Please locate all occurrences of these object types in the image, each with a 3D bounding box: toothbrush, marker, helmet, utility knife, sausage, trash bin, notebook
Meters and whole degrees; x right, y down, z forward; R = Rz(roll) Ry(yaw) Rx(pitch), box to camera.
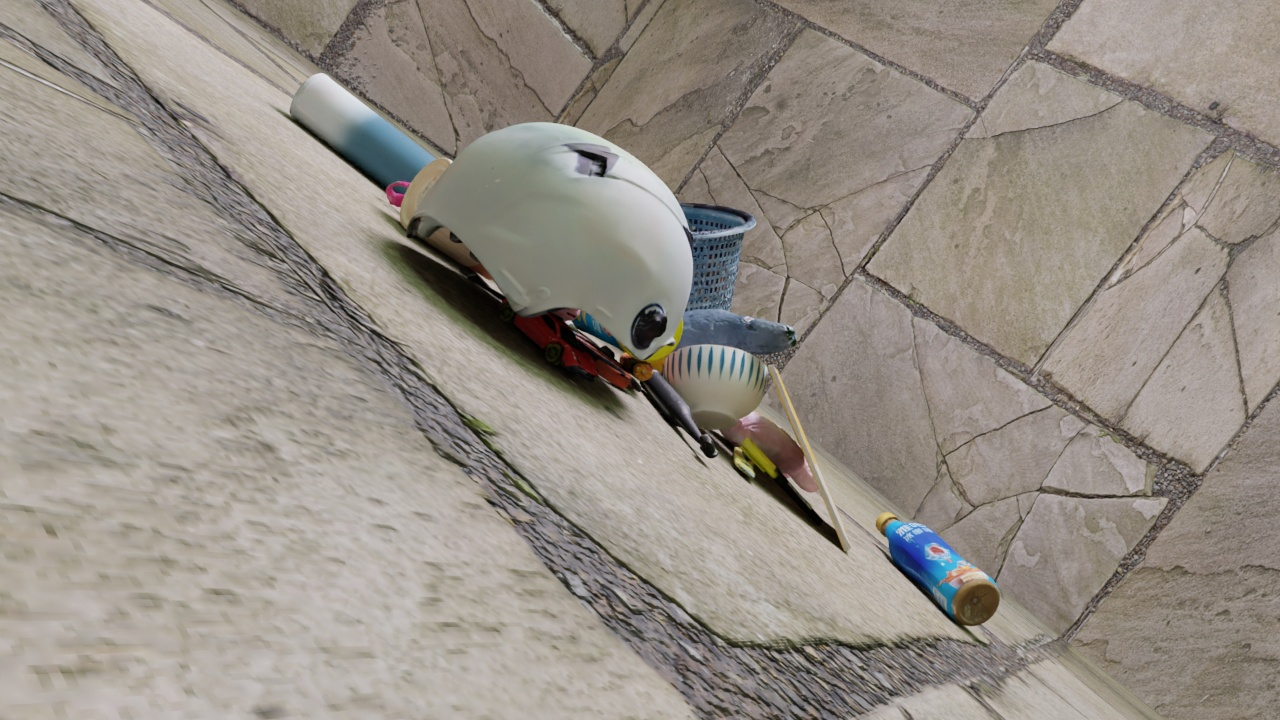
[{"bbox_3d":[0.037,0.051,0.917,0.212,0.026,0.027,-131,-153,-68],"label":"toothbrush"},{"bbox_3d":[0.152,0.131,0.983,0.124,0.015,0.018,47,9,-3],"label":"marker"},{"bbox_3d":[-0.052,-0.114,0.779,0.258,0.146,0.229,19,12,-44],"label":"helmet"},{"bbox_3d":[0.113,0.112,0.998,0.031,0.018,0.162,35,9,4],"label":"utility knife"},{"bbox_3d":[-0.083,-0.046,1.032,0.186,0.017,0.012,41,-26,43],"label":"toothbrush"},{"bbox_3d":[-0.006,0.006,1.001,0.021,0.021,0.165,37,-1,-8],"label":"sausage"},{"bbox_3d":[0.048,-0.112,1.319,0.226,0.195,0.226,0,20,0],"label":"trash bin"},{"bbox_3d":[0.186,0.103,1.017,0.145,0.010,0.206,15,53,-79],"label":"notebook"}]

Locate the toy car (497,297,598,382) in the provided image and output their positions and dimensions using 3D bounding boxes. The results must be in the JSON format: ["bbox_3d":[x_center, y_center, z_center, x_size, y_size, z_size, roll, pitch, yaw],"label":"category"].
[{"bbox_3d":[-0.074,-0.019,0.766,0.106,0.031,0.049,42,8,30],"label":"toy car"}]

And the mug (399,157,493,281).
[{"bbox_3d":[-0.179,-0.138,0.905,0.115,0.081,0.106,4,-20,44],"label":"mug"}]

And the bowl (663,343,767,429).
[{"bbox_3d":[0.081,0.036,1.017,0.116,0.066,0.117,7,-25,3],"label":"bowl"}]

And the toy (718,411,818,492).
[{"bbox_3d":[0.157,0.107,1.122,0.159,0.054,0.121,42,-8,-39],"label":"toy"}]

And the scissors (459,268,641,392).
[{"bbox_3d":[-0.079,-0.025,0.864,0.193,0.015,0.206,39,5,12],"label":"scissors"}]

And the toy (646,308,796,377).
[{"bbox_3d":[0.072,-0.010,1.127,0.137,0.091,0.357,7,-10,-17],"label":"toy"}]

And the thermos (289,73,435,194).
[{"bbox_3d":[-0.297,-0.241,1.060,0.220,0.070,0.070,37,5,-1],"label":"thermos"}]

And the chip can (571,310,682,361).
[{"bbox_3d":[-0.024,-0.050,1.016,0.071,0.071,0.210,35,-4,-21],"label":"chip can"}]

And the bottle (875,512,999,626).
[{"bbox_3d":[0.359,0.249,1.144,0.065,0.065,0.218,35,5,-20],"label":"bottle"}]

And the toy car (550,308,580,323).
[{"bbox_3d":[-0.097,-0.059,0.946,0.056,0.037,0.122,27,-3,-18],"label":"toy car"}]

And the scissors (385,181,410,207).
[{"bbox_3d":[-0.196,-0.160,0.954,0.133,0.017,0.136,2,-37,8],"label":"scissors"}]
